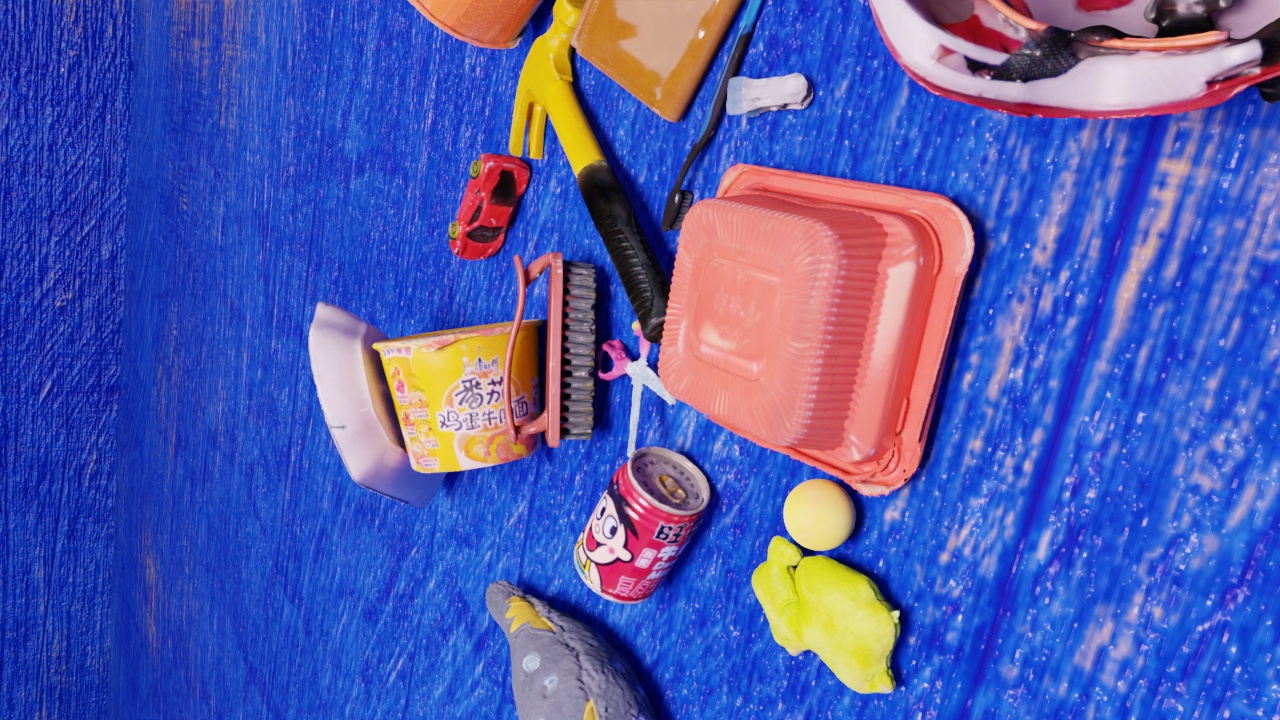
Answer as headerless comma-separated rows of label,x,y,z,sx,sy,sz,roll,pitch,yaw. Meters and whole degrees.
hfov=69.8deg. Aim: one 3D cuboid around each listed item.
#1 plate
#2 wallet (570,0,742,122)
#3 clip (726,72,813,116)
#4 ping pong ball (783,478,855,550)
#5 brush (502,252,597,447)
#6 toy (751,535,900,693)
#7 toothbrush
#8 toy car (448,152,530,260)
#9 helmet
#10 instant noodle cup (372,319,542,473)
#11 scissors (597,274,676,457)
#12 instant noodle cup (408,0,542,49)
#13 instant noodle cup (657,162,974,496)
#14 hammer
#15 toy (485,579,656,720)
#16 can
plate,-0.220,0.042,0.819,0.266,0.034,0.162,72,-179,-73
wallet,0.008,-0.246,0.609,0.119,0.035,0.131,42,126,17
clip,0.080,-0.162,0.559,0.058,0.043,0.027,12,97,43
ping pong ball,0.101,0.087,0.520,0.040,0.040,0.040,1,92,51
brush,-0.069,-0.010,0.698,0.063,0.069,0.146,-159,70,-81
toy,0.104,0.144,0.525,0.100,0.031,0.096,-33,74,53
toothbrush,0.052,-0.170,0.602,0.014,0.016,0.190,51,126,49
toy car,-0.132,-0.131,0.802,0.031,0.049,0.106,56,130,37
helmet,0.202,-0.191,0.313,0.240,0.143,0.207,2,103,34
instant noodle cup,-0.143,0.028,0.759,0.138,0.137,0.110,-1,98,51
scissors,-0.005,0.004,0.651,0.131,0.017,0.133,-20,59,56
instant noodle cup,-0.117,-0.337,0.710,0.112,0.151,0.151,-33,65,38
instant noodle cup,0.080,-0.023,0.516,0.189,0.079,0.164,22,108,48
hammer,-0.034,-0.135,0.676,0.129,0.032,0.300,-55,46,39
toy,-0.035,0.283,0.659,0.356,0.091,0.138,59,145,35
can,0.001,0.112,0.626,0.066,0.066,0.094,54,130,36
